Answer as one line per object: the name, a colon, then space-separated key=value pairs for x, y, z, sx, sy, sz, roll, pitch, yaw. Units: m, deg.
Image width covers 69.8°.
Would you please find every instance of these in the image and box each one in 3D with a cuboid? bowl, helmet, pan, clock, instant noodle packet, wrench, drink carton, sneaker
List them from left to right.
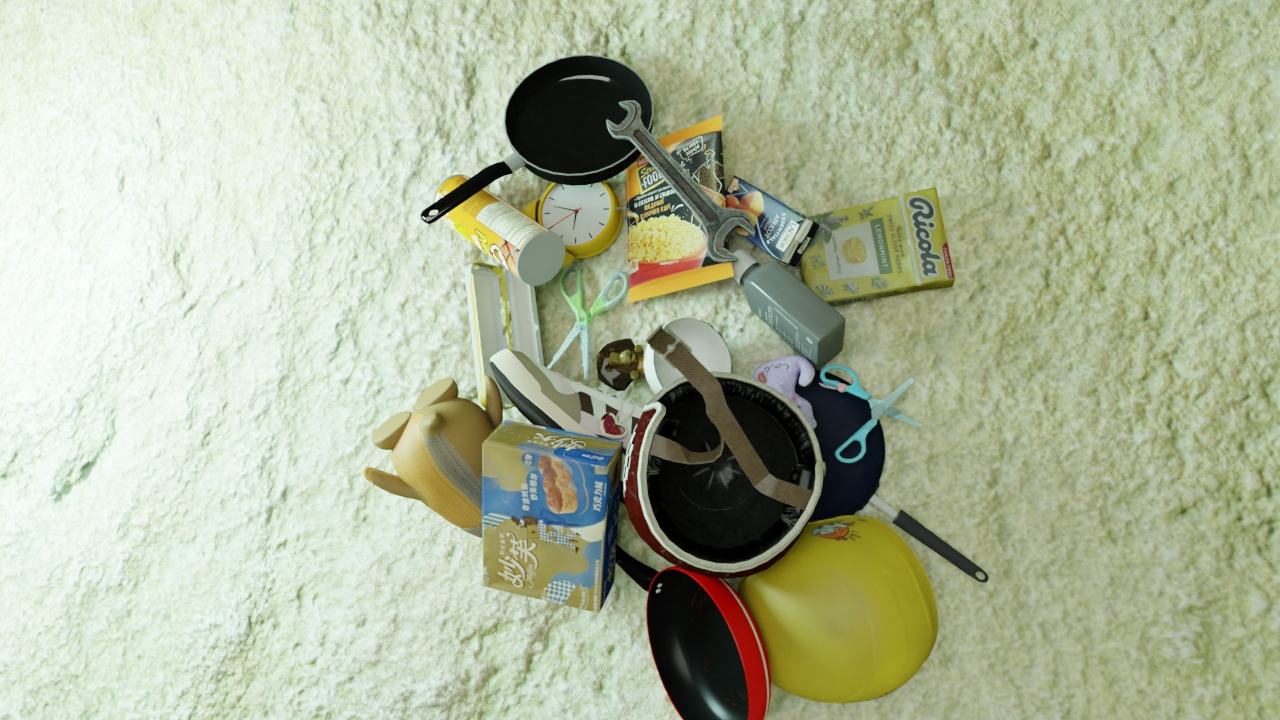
pan: x=-0.141 y=-0.281 z=1.236 sx=0.355 sy=0.044 sz=0.204 roll=-38 pitch=68 yaw=-11
clock: x=-0.096 y=-0.193 z=1.260 sx=0.152 sy=0.052 sz=0.113 roll=-31 pitch=73 yaw=6
sneaker: x=-0.055 y=0.066 z=1.159 sx=0.294 sy=0.112 sz=0.116 roll=40 pitch=76 yaw=6
pan: x=0.037 y=0.295 z=1.104 sx=0.356 sy=0.067 sz=0.209 roll=50 pitch=140 yaw=41
instant noodle packet: x=0.045 y=-0.197 z=1.207 sx=0.160 sy=0.032 sz=0.220 roll=-12 pitch=74 yaw=34
wrench: x=0.047 y=-0.233 z=1.171 sx=0.070 sy=0.010 sz=0.273 roll=-39 pitch=72 yaw=2
bowl: x=0.052 y=0.007 z=1.162 sx=0.113 sy=0.063 sz=0.113 roll=6 pitch=77 yaw=-27
helmet: x=0.084 y=0.117 z=1.010 sx=0.233 sy=0.253 sz=0.233 roll=20 pitch=88 yaw=2
drink carton: x=0.157 y=-0.175 z=1.158 sx=0.130 sy=0.040 sz=0.064 roll=41 pitch=110 yaw=35
helmet: x=0.207 y=0.291 z=1.028 sx=0.240 sy=0.139 sz=0.209 roll=-21 pitch=83 yaw=17
pan: x=0.259 y=0.153 z=1.106 sx=0.356 sy=0.021 sz=0.199 roll=36 pitch=93 yaw=20

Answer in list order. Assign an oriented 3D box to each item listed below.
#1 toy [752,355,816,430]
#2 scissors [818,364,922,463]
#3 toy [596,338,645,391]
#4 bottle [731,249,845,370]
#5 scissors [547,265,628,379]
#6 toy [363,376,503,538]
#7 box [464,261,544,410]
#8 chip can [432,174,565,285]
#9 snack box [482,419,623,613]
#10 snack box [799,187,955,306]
toy: x=0.180 y=0.043 z=1.118 sx=0.080 sy=0.036 sz=0.099 roll=-20 pitch=74 yaw=15
scissors: x=0.267 y=0.065 z=1.101 sx=0.135 sy=0.015 sz=0.135 roll=27 pitch=91 yaw=25
toy: x=-0.007 y=0.007 z=1.197 sx=0.100 sy=0.063 sz=0.076 roll=6 pitch=61 yaw=4
bottle: x=0.174 y=-0.073 z=1.133 sx=0.046 sy=0.084 sz=0.174 roll=-40 pitch=65 yaw=-10
scissors: x=-0.083 y=-0.056 z=1.239 sx=0.139 sy=0.028 sz=0.170 roll=29 pitch=74 yaw=20
toy: x=-0.231 y=0.139 z=1.192 sx=0.198 sy=0.163 sz=0.203 roll=-40 pitch=113 yaw=-14
box: x=-0.189 y=-0.039 z=1.244 sx=0.080 sy=0.080 sz=0.209 roll=-24 pitch=70 yaw=52
chip can: x=-0.195 y=-0.180 z=1.241 sx=0.215 sy=0.075 sz=0.075 roll=36 pitch=93 yaw=38
snack box: x=-0.107 y=0.187 z=1.103 sx=0.155 sy=0.069 sz=0.203 roll=10 pitch=113 yaw=13
snack box: x=0.284 y=-0.136 z=1.134 sx=0.181 sy=0.045 sz=0.121 roll=-10 pitch=78 yaw=15
